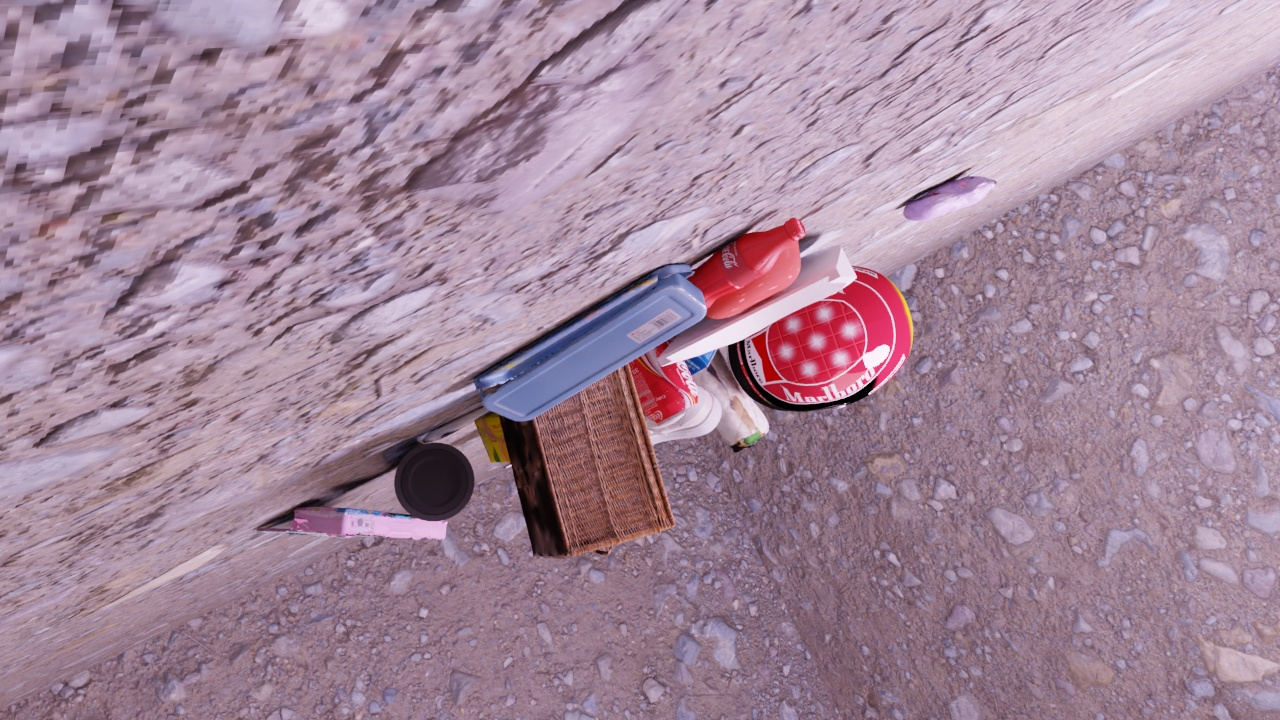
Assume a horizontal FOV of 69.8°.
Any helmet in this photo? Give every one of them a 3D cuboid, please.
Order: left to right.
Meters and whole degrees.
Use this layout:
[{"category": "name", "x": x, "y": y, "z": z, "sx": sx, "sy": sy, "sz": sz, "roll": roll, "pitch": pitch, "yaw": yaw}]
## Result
[{"category": "helmet", "x": 0.243, "y": -0.026, "z": 1.287, "sx": 0.271, "sy": 0.197, "sz": 0.224, "roll": -19, "pitch": 178, "yaw": 16}]

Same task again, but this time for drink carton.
[{"category": "drink carton", "x": -0.137, "y": 0.082, "z": 1.028, "sx": 0.042, "sy": 0.058, "sz": 0.135, "roll": -25, "pitch": -173, "yaw": -32}]

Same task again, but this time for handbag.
[{"category": "handbag", "x": 0.121, "y": 0.044, "z": 1.420, "sx": 0.072, "sy": 0.195, "sz": 0.138, "roll": -33, "pitch": 179, "yaw": 5}]

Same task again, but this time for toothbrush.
[{"category": "toothbrush", "x": -0.149, "y": 0.050, "z": 1.002, "sx": 0.188, "sy": 0.017, "sz": 0.016, "roll": -25, "pitch": 177, "yaw": -15}]

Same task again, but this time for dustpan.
[{"category": "dustpan", "x": 0.140, "y": -0.052, "z": 0.985, "sx": 0.192, "sy": 0.053, "sz": 0.257, "roll": -27, "pitch": -173, "yaw": 19}]

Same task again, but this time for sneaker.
[{"category": "sneaker", "x": -0.015, "y": 0.077, "z": 1.232, "sx": 0.243, "sy": 0.090, "sz": 0.089, "roll": -21, "pitch": -136, "yaw": 32}]

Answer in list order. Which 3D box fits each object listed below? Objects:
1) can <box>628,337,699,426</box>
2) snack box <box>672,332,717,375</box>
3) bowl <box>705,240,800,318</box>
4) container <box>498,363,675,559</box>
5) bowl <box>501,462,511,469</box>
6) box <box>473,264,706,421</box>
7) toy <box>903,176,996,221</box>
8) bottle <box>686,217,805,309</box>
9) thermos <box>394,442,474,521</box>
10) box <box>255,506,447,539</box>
[{"category": "can", "x": 0.018, "y": 0.013, "z": 0.991, "sx": 0.064, "sy": 0.104, "sz": 0.064, "roll": -27, "pitch": 176, "yaw": -2}, {"category": "snack box", "x": 0.049, "y": -0.004, "z": 1.245, "sx": 0.155, "sy": 0.033, "sz": 0.087, "roll": -31, "pitch": -159, "yaw": 48}, {"category": "bowl", "x": 0.097, "y": -0.074, "z": 0.834, "sx": 0.130, "sy": 0.045, "sz": 0.130, "roll": -26, "pitch": 176, "yaw": -2}, {"category": "container", "x": -0.060, "y": 0.096, "z": 0.910, "sx": 0.112, "sy": 0.198, "sz": 0.114, "roll": -12, "pitch": 173, "yaw": -26}, {"category": "bowl", "x": -0.149, "y": 0.097, "z": 1.258, "sx": 0.113, "sy": 0.063, "sz": 0.113, "roll": -26, "pitch": 175, "yaw": -3}, {"category": "box", "x": -0.048, "y": -0.023, "z": 0.751, "sx": 0.210, "sy": 0.058, "sz": 0.068, "roll": -31, "pitch": 145, "yaw": 24}, {"category": "toy", "x": 0.365, "y": -0.194, "z": 1.099, "sx": 0.099, "sy": 0.036, "sz": 0.080, "roll": -21, "pitch": -176, "yaw": -12}, {"category": "bottle", "x": 0.080, "y": -0.078, "z": 0.735, "sx": 0.119, "sy": 0.036, "sz": 0.036, "roll": -30, "pitch": 174, "yaw": 35}, {"category": "thermos", "x": -0.242, "y": 0.144, "z": 1.068, "sx": 0.082, "sy": 0.082, "sz": 0.241, "roll": -26, "pitch": 178, "yaw": -16}, {"category": "box", "x": -0.370, "y": 0.209, "z": 1.162, "sx": 0.159, "sy": 0.035, "sz": 0.230, "roll": -2, "pitch": 167, "yaw": 18}]
